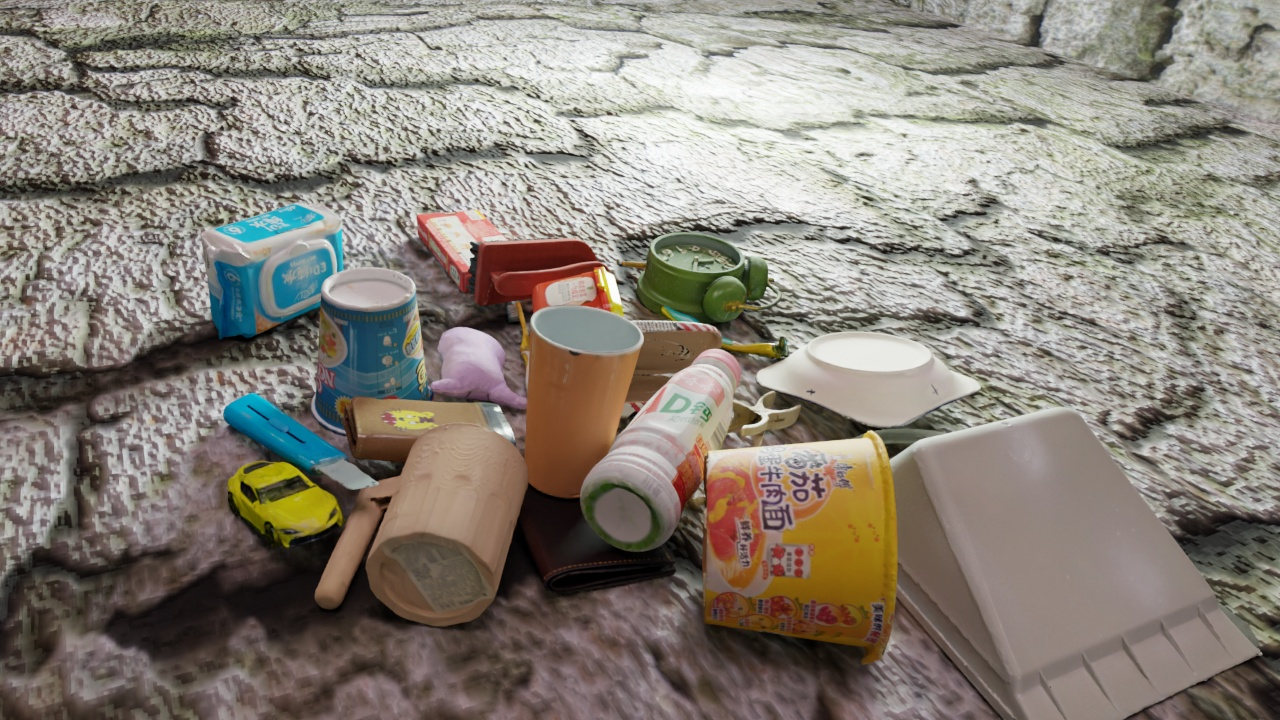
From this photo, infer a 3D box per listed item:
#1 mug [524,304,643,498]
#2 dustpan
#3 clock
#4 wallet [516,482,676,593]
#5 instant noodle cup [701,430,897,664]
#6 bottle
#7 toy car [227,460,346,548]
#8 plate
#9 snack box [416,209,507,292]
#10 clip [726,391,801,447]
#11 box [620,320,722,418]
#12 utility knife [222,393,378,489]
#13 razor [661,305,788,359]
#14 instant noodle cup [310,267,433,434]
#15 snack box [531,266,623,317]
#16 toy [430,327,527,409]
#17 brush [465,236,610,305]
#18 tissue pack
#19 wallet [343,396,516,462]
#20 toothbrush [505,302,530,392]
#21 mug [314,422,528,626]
[{"bbox_3d":[-0.047,0.031,0.650,0.078,0.123,0.078,9,26,-5],"label":"mug"},{"bbox_3d":[0.263,0.139,0.682,0.222,0.143,0.257,-9,64,-26],"label":"dustpan"},{"bbox_3d":[0.071,-0.084,0.965,0.161,0.056,0.115,23,35,23],"label":"clock"},{"bbox_3d":[-0.040,0.112,0.650,0.096,0.020,0.122,-1,30,-24],"label":"wallet"},{"bbox_3d":[0.094,0.112,0.578,0.110,0.138,0.137,1,31,3],"label":"instant noodle cup"},{"bbox_3d":[0.025,0.053,0.667,0.068,0.068,0.196,17,35,16],"label":"bottle"},{"bbox_3d":[-0.239,0.092,0.614,0.048,0.032,0.105,-22,30,-40],"label":"toy car"},{"bbox_3d":[0.206,0.006,0.831,0.163,0.034,0.164,-16,25,-38],"label":"plate"},{"bbox_3d":[-0.185,-0.123,1.003,0.075,0.025,0.153,-11,36,-28],"label":"snack box"},{"bbox_3d":[0.103,0.058,0.762,0.104,0.035,0.083,-5,29,-34],"label":"clip"},{"bbox_3d":[-0.005,0.000,0.779,0.162,0.088,0.076,-3,16,-18],"label":"box"},{"bbox_3d":[-0.246,0.060,0.660,0.191,0.018,0.034,19,31,39],"label":"utility knife"},{"bbox_3d":[0.080,-0.027,0.898,0.132,0.028,0.043,18,2,14],"label":"razor"},{"bbox_3d":[-0.214,-0.012,0.729,0.099,0.110,0.099,5,30,-3],"label":"instant noodle cup"},{"bbox_3d":[-0.057,-0.037,0.838,0.080,0.082,0.091,-7,32,-5],"label":"snack box"},{"bbox_3d":[-0.141,0.004,0.790,0.083,0.039,0.108,15,23,-22],"label":"toy"},{"bbox_3d":[-0.100,-0.091,0.927,0.145,0.063,0.069,-11,30,-41],"label":"brush"},{"bbox_3d":[-0.333,-0.083,0.842,0.063,0.090,0.139,22,33,24],"label":"tissue pack"},{"bbox_3d":[-0.157,0.053,0.680,0.115,0.033,0.090,5,14,-23],"label":"wallet"},{"bbox_3d":[-0.107,-0.006,0.836,0.018,0.016,0.191,-10,33,-8],"label":"toothbrush"},{"bbox_3d":[-0.140,0.107,0.589,0.125,0.084,0.103,-14,30,12],"label":"mug"}]
